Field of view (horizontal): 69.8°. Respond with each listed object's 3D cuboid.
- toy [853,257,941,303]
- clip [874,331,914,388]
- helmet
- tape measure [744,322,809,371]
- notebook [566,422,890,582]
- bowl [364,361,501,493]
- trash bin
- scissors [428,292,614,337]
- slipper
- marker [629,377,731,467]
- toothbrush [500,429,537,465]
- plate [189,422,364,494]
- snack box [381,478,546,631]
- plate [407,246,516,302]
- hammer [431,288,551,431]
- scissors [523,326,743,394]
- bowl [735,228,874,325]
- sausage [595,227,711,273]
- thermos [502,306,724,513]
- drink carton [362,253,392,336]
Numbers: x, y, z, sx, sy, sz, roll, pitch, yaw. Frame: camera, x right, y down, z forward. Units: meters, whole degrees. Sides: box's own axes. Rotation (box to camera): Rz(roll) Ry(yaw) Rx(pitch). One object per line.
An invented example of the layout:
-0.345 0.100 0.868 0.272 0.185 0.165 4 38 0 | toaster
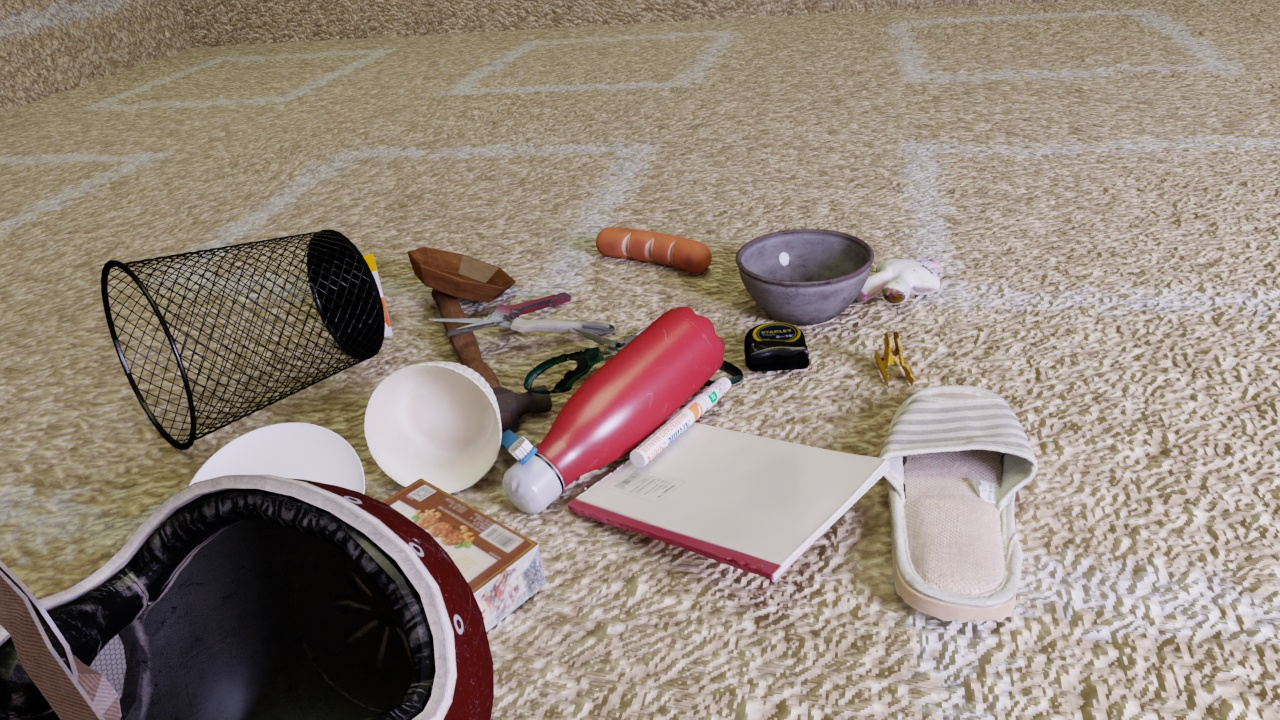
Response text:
0.290 -0.092 1.016 0.122 0.038 0.079 -26 28 -36 | toy
0.236 -0.002 0.867 0.046 0.048 0.054 -42 22 22 | clip
-0.199 0.167 0.440 0.234 0.234 0.253 12 15 20 | helmet
0.133 -0.011 0.907 0.062 0.034 0.061 -2 33 6 | tape measure
0.063 0.098 0.714 0.209 0.012 0.152 9 32 45 | notebook
-0.172 0.050 0.789 0.115 0.115 0.062 -4 15 3 | bowl
-0.385 -0.037 0.914 0.184 0.184 0.209 22 34 39 | trash bin
-0.120 -0.046 1.003 0.179 0.015 0.198 13 23 16 | scissors
0.240 0.090 0.698 0.115 0.054 0.271 0 31 21 | slipper
0.038 0.051 0.808 0.017 0.017 0.145 15 33 32 | marker
-0.106 0.068 0.761 0.016 0.014 0.167 -45 12 -10 | toothbrush
-0.269 0.105 0.676 0.134 0.011 0.134 -1 54 2 | plate
-0.169 0.158 0.659 0.143 0.041 0.146 20 38 37 | snack box
-0.216 -0.100 1.093 0.131 0.025 0.131 18 15 -5 | plate
-0.186 -0.013 0.972 0.115 0.033 0.323 -11 29 -16 | hammer
-0.005 0.005 0.901 0.205 0.015 0.201 14 28 25 | scissors
0.177 -0.085 0.994 0.145 0.067 0.144 -5 30 2 | bowl
0.017 -0.140 1.148 0.164 0.039 0.044 14 38 32 | sausage
-0.023 0.044 0.791 0.073 0.073 0.239 21 50 38 | thermos
-0.321 -0.073 1.074 0.040 0.059 0.122 -14 31 -14 | drink carton
